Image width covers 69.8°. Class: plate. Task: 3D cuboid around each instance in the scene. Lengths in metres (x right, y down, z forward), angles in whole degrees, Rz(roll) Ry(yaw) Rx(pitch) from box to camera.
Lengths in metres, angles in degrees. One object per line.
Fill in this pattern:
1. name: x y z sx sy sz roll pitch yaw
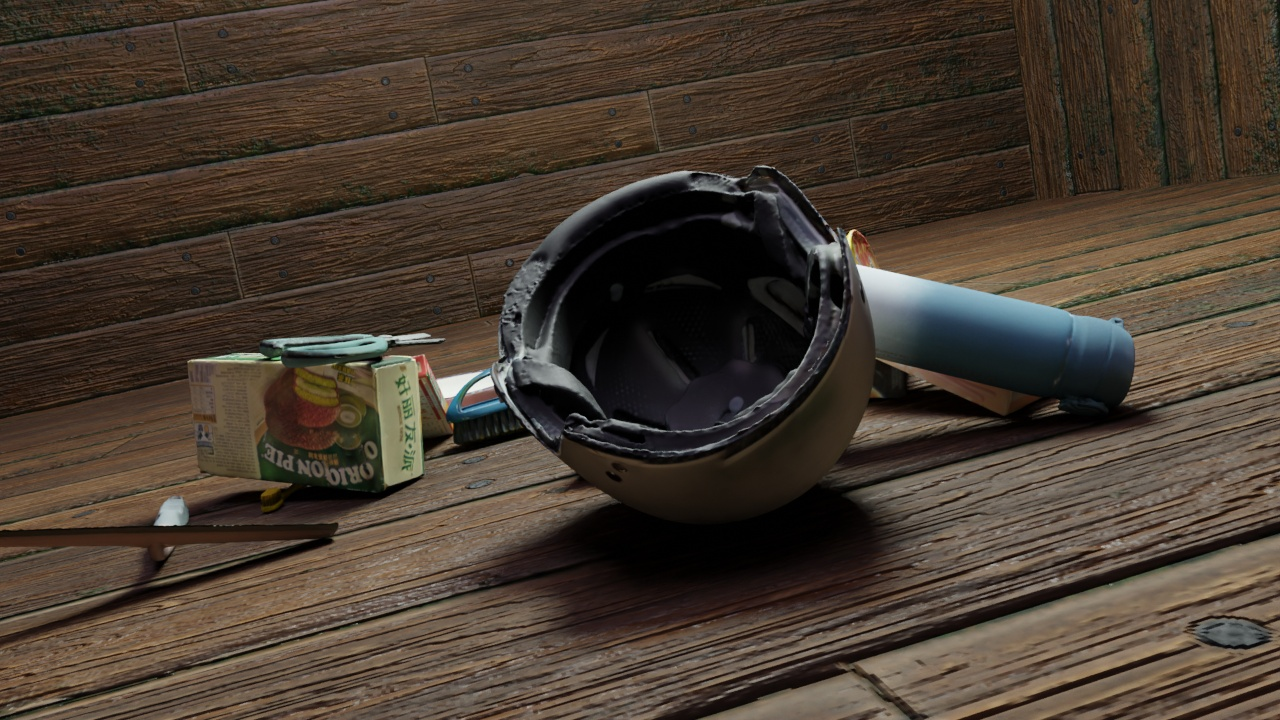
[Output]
1. plate: -0.230 0.048 1.136 0.192 0.039 0.192 -11 8 1

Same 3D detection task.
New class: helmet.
1. helmet: 0.038 0.002 0.591 0.230 0.157 0.274 -38 34 -7

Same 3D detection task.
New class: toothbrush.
1. toothbrush: -0.333 0.114 0.908 0.016 0.016 0.190 -6 8 0

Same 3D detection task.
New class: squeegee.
1. squeegee: -0.387 0.138 0.746 0.247 0.040 0.250 2 -3 -23

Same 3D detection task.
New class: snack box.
1. snack box: 0.178 -0.002 0.837 0.126 0.053 0.113 -1 11 17
2. snack box: 0.248 -0.008 0.734 0.084 0.026 0.157 -17 31 -35
3. snack box: -0.316 0.053 0.857 0.240 0.114 0.063 0 7 27
4. snack box: -0.244 0.045 0.949 0.077 0.027 0.156 -12 -25 -6

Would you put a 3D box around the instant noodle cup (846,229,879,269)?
1. instant noodle cup: 0.205 -0.062 1.011 0.110 0.138 0.137 -16 5 28

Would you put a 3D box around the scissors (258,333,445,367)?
1. scissors: -0.277 -0.013 0.834 0.181 0.019 0.169 1 9 31

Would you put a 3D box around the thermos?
1. thermos: 0.224 -0.018 0.643 0.220 0.070 0.070 15 16 14

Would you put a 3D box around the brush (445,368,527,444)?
1. brush: -0.133 0.039 0.951 0.143 0.073 0.055 -15 5 -24
